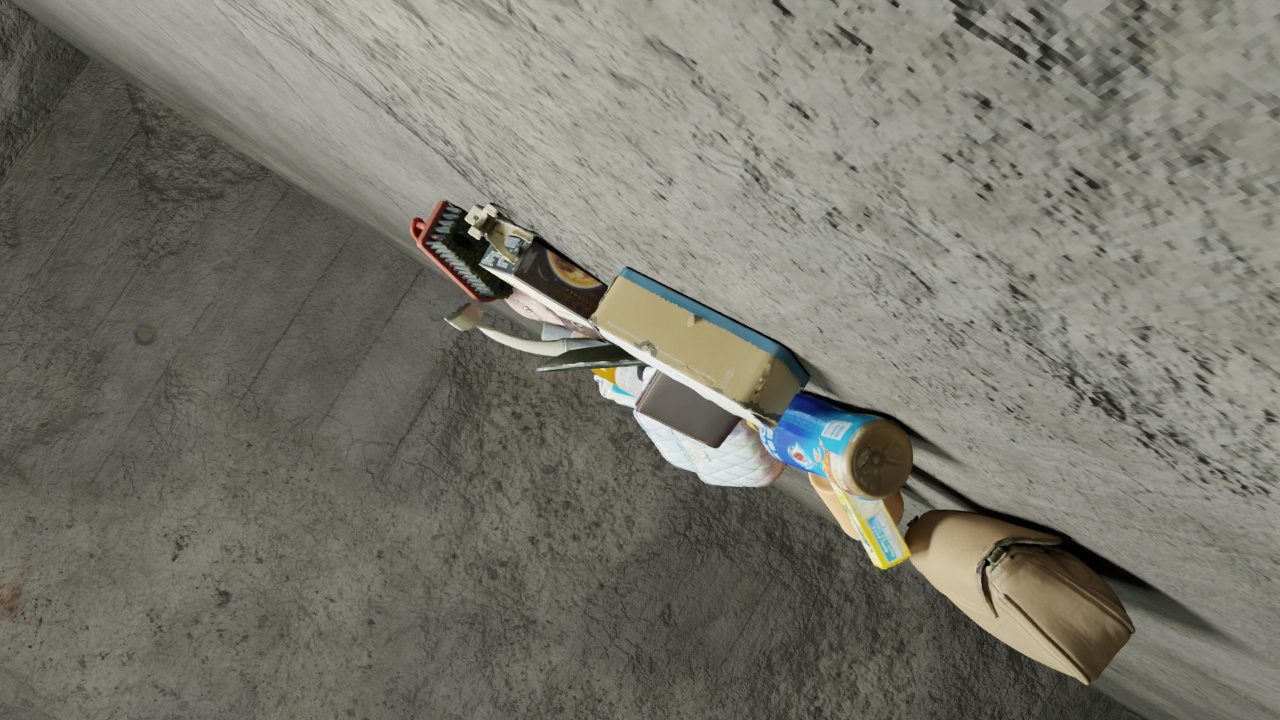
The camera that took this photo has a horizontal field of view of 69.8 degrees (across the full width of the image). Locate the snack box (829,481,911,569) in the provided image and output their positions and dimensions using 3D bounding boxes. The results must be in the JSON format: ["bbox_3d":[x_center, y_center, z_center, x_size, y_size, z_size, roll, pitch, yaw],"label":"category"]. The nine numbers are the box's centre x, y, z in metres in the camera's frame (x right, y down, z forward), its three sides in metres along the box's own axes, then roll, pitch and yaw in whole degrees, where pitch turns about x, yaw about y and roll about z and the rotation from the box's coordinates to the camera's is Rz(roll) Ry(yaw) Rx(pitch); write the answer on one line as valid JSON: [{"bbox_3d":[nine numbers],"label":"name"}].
[{"bbox_3d":[0.205,0.127,0.870,0.087,0.034,0.140,50,-164,-75],"label":"snack box"}]

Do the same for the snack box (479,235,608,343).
[{"bbox_3d":[-0.093,-0.077,0.953,0.125,0.053,0.113,30,177,-28],"label":"snack box"}]

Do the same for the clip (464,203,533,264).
[{"bbox_3d":[-0.135,-0.122,0.893,0.092,0.035,0.103,34,180,-10],"label":"clip"}]

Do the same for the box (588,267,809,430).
[{"bbox_3d":[0.050,-0.007,0.740,0.184,0.059,0.090,27,175,28],"label":"box"}]

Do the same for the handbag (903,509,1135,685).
[{"bbox_3d":[0.327,0.192,0.802,0.148,0.099,0.204,40,175,-5],"label":"handbag"}]

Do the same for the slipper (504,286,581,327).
[{"bbox_3d":[-0.157,-0.094,1.194,0.275,0.054,0.114,25,172,46],"label":"slipper"}]

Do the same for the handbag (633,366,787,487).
[{"bbox_3d":[0.078,0.077,1.011,0.134,0.075,0.194,4,155,23],"label":"handbag"}]

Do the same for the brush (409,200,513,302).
[{"bbox_3d":[-0.207,-0.119,1.079,0.069,0.063,0.146,8,154,33],"label":"brush"}]

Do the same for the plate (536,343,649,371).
[{"bbox_3d":[-0.017,-0.006,0.943,0.179,0.024,0.179,-4,178,0],"label":"plate"}]

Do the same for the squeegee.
[{"bbox_3d":[-0.095,-0.023,1.076,0.246,0.039,0.246,9,-174,-6],"label":"squeegee"}]

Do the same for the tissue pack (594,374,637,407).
[{"bbox_3d":[0.009,0.036,1.235,0.140,0.063,0.090,13,177,3],"label":"tissue pack"}]

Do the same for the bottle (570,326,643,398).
[{"bbox_3d":[-0.007,0.007,1.141,0.190,0.068,0.068,27,174,29],"label":"bottle"}]

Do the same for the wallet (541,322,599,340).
[{"bbox_3d":[-0.069,-0.031,1.257,0.129,0.037,0.106,10,179,-6],"label":"wallet"}]

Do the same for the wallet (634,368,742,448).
[{"bbox_3d":[0.056,0.032,0.868,0.096,0.020,0.123,26,139,-3],"label":"wallet"}]

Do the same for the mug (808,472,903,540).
[{"bbox_3d":[0.235,0.143,1.015,0.078,0.078,0.122,28,170,43],"label":"mug"}]

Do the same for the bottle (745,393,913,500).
[{"bbox_3d":[0.147,0.065,0.787,0.065,0.065,0.219,33,175,-18],"label":"bottle"}]

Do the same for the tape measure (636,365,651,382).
[{"bbox_3d":[0.024,0.004,1.055,0.058,0.039,0.057,1,164,2],"label":"tape measure"}]
